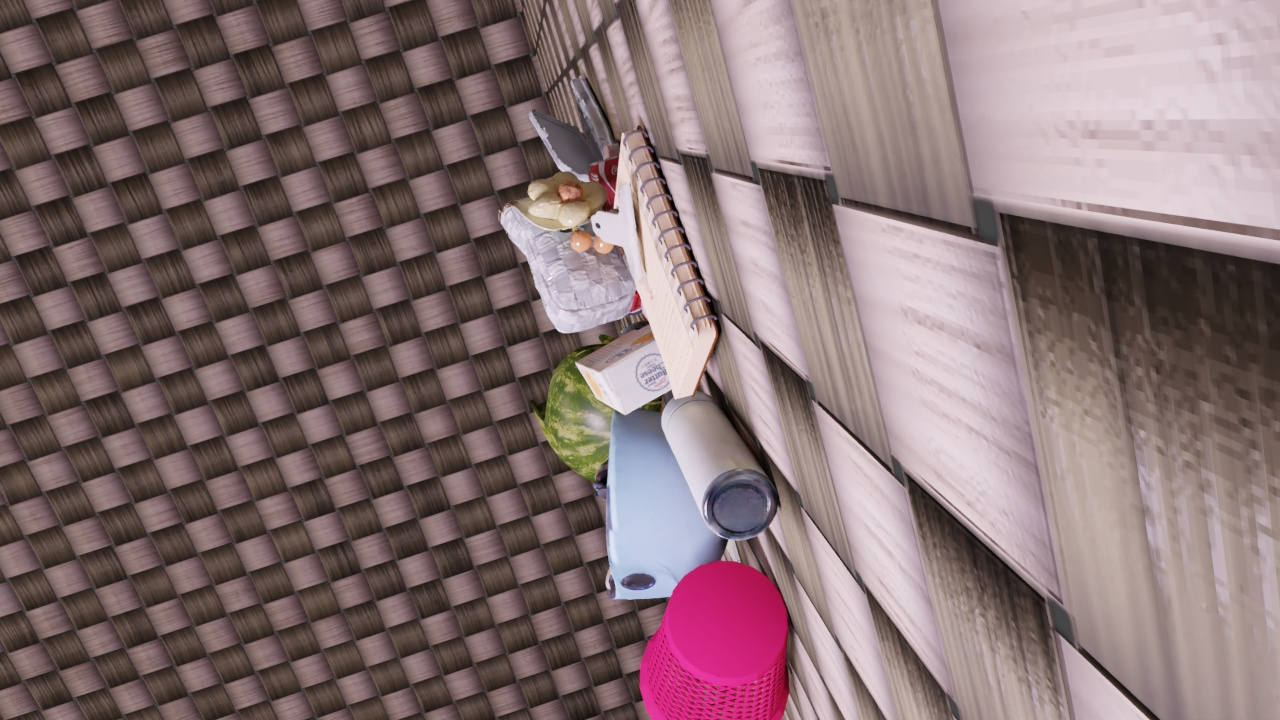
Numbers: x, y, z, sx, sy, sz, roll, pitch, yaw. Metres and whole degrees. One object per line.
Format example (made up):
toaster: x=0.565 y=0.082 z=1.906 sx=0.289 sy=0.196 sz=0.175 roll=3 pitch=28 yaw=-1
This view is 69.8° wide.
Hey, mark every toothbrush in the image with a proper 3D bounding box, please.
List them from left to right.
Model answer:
toothbrush: x=-0.042 y=-0.219 z=1.220 sx=0.182 sy=0.018 sz=0.015 roll=98 pitch=150 yaw=-55

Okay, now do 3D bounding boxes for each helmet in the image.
helmet: x=-0.040 y=0.084 z=1.421 sx=0.243 sy=0.213 sz=0.247 roll=49 pitch=172 yaw=-7
helmet: x=0.026 y=0.166 z=1.098 sx=0.266 sy=0.167 sz=0.225 roll=76 pitch=-168 yaw=-57

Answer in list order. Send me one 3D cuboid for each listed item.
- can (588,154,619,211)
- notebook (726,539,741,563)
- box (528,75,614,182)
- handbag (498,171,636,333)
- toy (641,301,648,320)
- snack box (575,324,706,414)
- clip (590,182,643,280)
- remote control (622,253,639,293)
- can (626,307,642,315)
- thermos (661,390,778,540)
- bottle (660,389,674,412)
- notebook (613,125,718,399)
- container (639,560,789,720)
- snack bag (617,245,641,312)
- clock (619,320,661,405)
can: x=-0.025 y=-0.190 z=1.079 sx=0.054 sy=0.054 sz=0.096 roll=-119 pitch=12 yaw=-79
notebook: x=0.106 y=0.195 z=1.423 sx=0.252 sy=0.010 sz=0.182 roll=-118 pitch=10 yaw=-74
box: x=-0.098 y=-0.302 z=1.285 sx=0.216 sy=0.110 sz=0.108 roll=-110 pitch=0 yaw=-51
handbag: x=-0.072 y=-0.124 z=1.019 sx=0.171 sy=0.112 sz=0.124 roll=64 pitch=154 yaw=21
toy: x=0.015 y=-0.094 z=1.012 sx=0.075 sy=0.037 sz=0.126 roll=-111 pitch=14 yaw=-46
snack box: x=-0.006 y=0.006 z=1.072 sx=0.057 sy=0.104 sz=0.208 roll=61 pitch=171 yaw=-8
clip: x=-0.017 y=-0.131 z=0.886 sx=0.054 sy=0.038 sz=0.102 roll=30 pitch=139 yaw=42
remote control: x=0.023 y=-0.068 z=1.091 sx=0.143 sy=0.024 sz=0.049 roll=61 pitch=171 yaw=-14
can: x=-0.019 y=-0.105 z=1.410 sx=0.127 sy=0.064 sz=0.064 roll=-125 pitch=18 yaw=-82
thermos: x=0.068 y=0.091 z=0.866 sx=0.230 sy=0.068 sz=0.068 roll=-116 pitch=8 yaw=-74
bottle: x=0.055 y=0.085 z=1.250 sx=0.186 sy=0.053 sz=0.053 roll=77 pitch=174 yaw=-64
notebook: x=0.018 y=-0.092 z=0.880 sx=0.168 sy=0.024 sz=0.225 roll=103 pitch=150 yaw=-66
container: x=0.091 y=0.329 z=1.041 sx=0.226 sy=0.183 sz=0.183 roll=89 pitch=165 yaw=-56
snack bag: x=-0.022 y=-0.125 z=1.196 sx=0.176 sy=0.082 sz=0.082 roll=-110 pitch=4 yaw=-52
clock: x=0.013 y=0.002 z=1.257 sx=0.057 sy=0.083 sz=0.118 roll=59 pitch=-165 yaw=-76
